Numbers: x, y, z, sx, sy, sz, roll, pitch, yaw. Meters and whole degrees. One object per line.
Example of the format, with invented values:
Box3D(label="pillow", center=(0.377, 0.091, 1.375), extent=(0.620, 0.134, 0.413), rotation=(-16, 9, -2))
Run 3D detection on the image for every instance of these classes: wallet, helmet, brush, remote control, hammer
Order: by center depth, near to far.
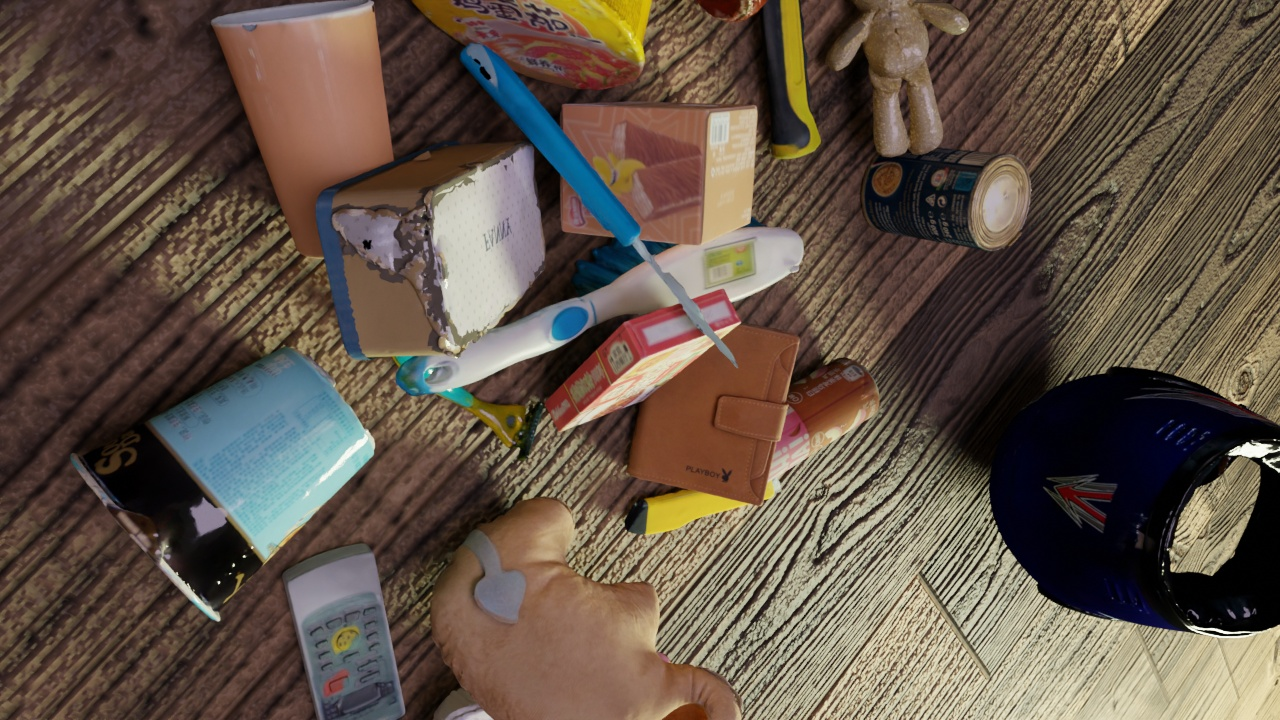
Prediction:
Box3D(label="brush", center=(-0.020, -0.044, 0.588), extent=(0.313, 0.109, 0.060), rotation=(-17, 115, -27))
Box3D(label="remote control", center=(-0.191, 0.186, 0.598), extent=(0.056, 0.019, 0.135), rotation=(-16, 114, -30))
Box3D(label="hammer", center=(0.087, -0.299, 0.625), extent=(0.126, 0.032, 0.324), rotation=(-23, 118, -27))
Box3D(label="wallet", center=(0.053, 0.033, 0.678), extent=(0.108, 0.031, 0.132), rotation=(13, 101, 8))
Box3D(label="helmet", center=(0.501, 0.135, 0.917), extent=(0.315, 0.240, 0.247), rotation=(11, 98, -26))

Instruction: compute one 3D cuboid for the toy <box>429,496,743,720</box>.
Box3D(label="toy", center=(-0.038, 0.200, 0.619), extent=(0.226, 0.083, 0.143), rotation=(43, 67, -3))

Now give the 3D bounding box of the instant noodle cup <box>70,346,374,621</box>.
Box3D(label="instant noodle cup", center=(-0.213, 0.057, 0.493), extent=(0.120, 0.111, 0.111), rotation=(-40, 124, -25))

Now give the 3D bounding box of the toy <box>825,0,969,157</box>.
Box3D(label="toy", center=(0.194, -0.232, 0.697), extent=(0.105, 0.066, 0.157), rotation=(-10, 108, 16))

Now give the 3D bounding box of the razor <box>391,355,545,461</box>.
Box3D(label="razor", center=(-0.115, 0.019, 0.590), extent=(0.132, 0.028, 0.043), rotation=(39, 58, -40))

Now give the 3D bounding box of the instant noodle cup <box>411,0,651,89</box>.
Box3D(label="instant noodle cup", center=(-0.048, -0.229, 0.497), extent=(0.138, 0.138, 0.109), rotation=(23, 82, -38))

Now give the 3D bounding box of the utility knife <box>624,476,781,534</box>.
Box3D(label="utility knife", center=(0.055, 0.115, 0.748), extent=(0.163, 0.015, 0.033), rotation=(-7, 115, -34))

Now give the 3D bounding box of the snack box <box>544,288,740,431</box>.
Box3D(label="snack box", center=(-0.004, 0.003, 0.596), extent=(0.075, 0.153, 0.025), rotation=(-20, 79, -30))

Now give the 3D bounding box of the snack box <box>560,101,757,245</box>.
Box3D(label="snack box", center=(0.013, -0.120, 0.571), extent=(0.092, 0.094, 0.077), rotation=(-33, 128, -60))

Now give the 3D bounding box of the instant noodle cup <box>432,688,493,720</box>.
Box3D(label="instant noodle cup", center=(-0.098, 0.306, 0.677), extent=(0.137, 0.060, 0.173), rotation=(-7, 108, -33))

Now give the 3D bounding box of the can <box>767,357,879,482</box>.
Box3D(label="can", center=(0.126, 0.051, 0.750), extent=(0.147, 0.058, 0.058), rotation=(-28, 119, -25))

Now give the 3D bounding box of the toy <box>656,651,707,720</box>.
Box3D(label="toy", center=(0.028, 0.344, 0.715), extent=(0.130, 0.199, 0.140), rotation=(-7, 129, 8))

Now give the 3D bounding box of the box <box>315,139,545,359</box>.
Box3D(label="box", center=(-0.100, -0.068, 0.495), extent=(0.061, 0.184, 0.090), rotation=(-1, 109, 9))

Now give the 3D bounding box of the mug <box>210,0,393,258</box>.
Box3D(label="mug", center=(-0.167, -0.121, 0.484), extent=(0.078, 0.078, 0.123), rotation=(-22, 122, -28))

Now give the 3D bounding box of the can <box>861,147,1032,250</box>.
Box3D(label="can", center=(0.245, -0.132, 0.738), extent=(0.075, 0.111, 0.075), rotation=(-12, 111, -32))

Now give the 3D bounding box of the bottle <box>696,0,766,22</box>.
Box3D(label="bottle", center=(0.110, -0.297, 0.585), extent=(0.205, 0.060, 0.060), rotation=(-47, 126, -18))

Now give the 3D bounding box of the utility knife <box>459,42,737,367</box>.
Box3D(label="utility knife", center=(-0.019, -0.087, 0.524), extent=(0.018, 0.034, 0.236), rotation=(-41, 88, 15))
